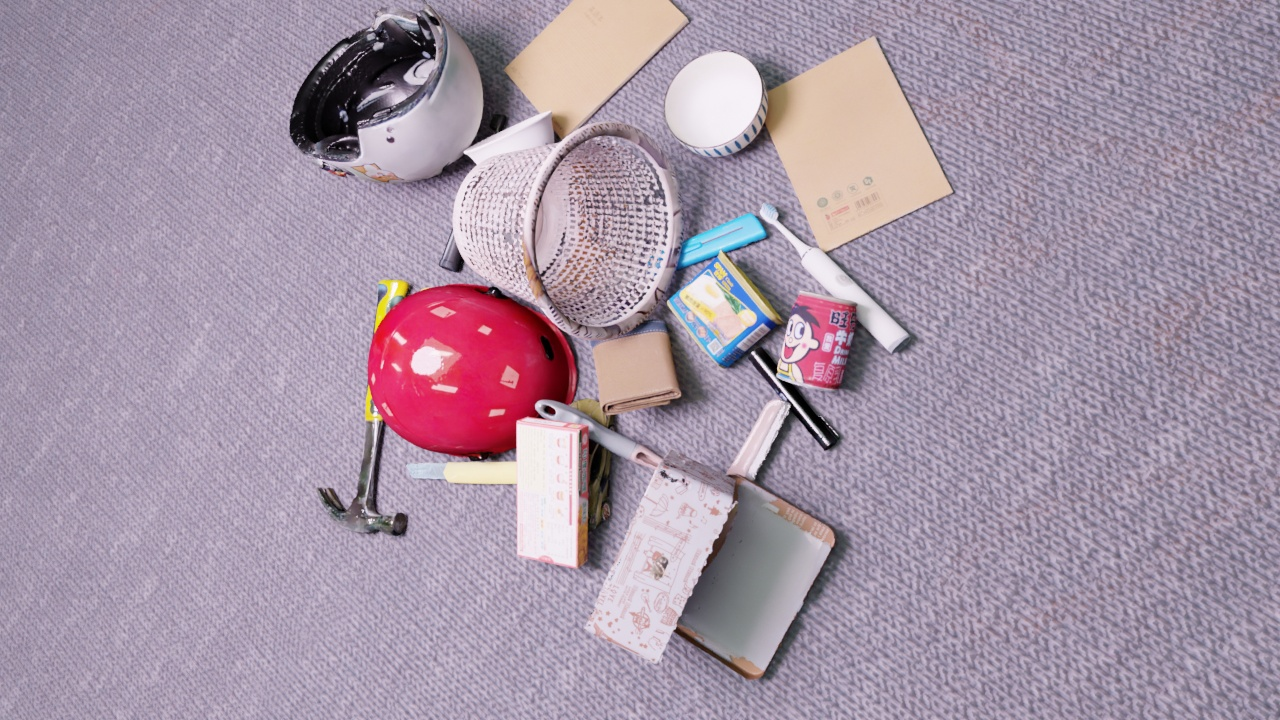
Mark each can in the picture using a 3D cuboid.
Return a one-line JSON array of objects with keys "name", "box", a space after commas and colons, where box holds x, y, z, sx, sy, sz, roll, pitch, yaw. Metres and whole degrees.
[{"name": "can", "box": [0.181, -0.020, 0.937, 0.066, 0.066, 0.094, 16, 98, 24]}, {"name": "can", "box": [0.091, -0.054, 0.997, 0.083, 0.057, 0.102, -41, 67, 13]}]

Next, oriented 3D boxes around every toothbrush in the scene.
[{"name": "toothbrush", "box": [0.200, -0.092, 0.976, 0.026, 0.026, 0.221, -26, 63, -30]}, {"name": "toothbrush", "box": [-0.212, -0.216, 1.173, 0.027, 0.026, 0.212, 17, 85, 13]}]

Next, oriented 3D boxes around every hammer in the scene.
[{"name": "hammer", "box": [-0.339, 0.055, 1.166, 0.126, 0.032, 0.323, 1, 79, 22]}]

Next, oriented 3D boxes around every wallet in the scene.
[{"name": "wallet", "box": [-0.006, 0.006, 1.002, 0.090, 0.033, 0.115, -12, 42, 0]}]

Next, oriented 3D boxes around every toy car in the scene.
[{"name": "toy car", "box": [-0.069, 0.119, 1.037, 0.070, 0.042, 0.158, -1, 76, 22]}]

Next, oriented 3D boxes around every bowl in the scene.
[{"name": "bowl", "box": [0.091, -0.282, 1.039, 0.117, 0.066, 0.116, -5, 77, 23]}, {"name": "bowl", "box": [-0.149, -0.252, 1.125, 0.118, 0.118, 0.065, -18, 110, 18]}]

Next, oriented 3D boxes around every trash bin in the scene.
[{"name": "trash bin", "box": [-0.095, -0.149, 1.017, 0.192, 0.227, 0.227, 15, 85, 43]}]

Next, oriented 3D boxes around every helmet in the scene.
[{"name": "helmet", "box": [-0.207, 0.014, 1.048, 0.240, 0.143, 0.207, 7, 92, 17]}, {"name": "helmet", "box": [-0.301, -0.316, 1.159, 0.275, 0.157, 0.229, 0, 65, 41]}]

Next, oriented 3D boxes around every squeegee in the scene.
[{"name": "squeegee", "box": [-0.002, 0.102, 0.998, 0.249, 0.040, 0.248, 27, 94, 8]}]

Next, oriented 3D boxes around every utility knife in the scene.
[{"name": "utility knife", "box": [0.045, -0.119, 1.051, 0.205, 0.018, 0.034, -20, 73, 19]}, {"name": "utility knife", "box": [-0.193, 0.132, 1.096, 0.207, 0.021, 0.031, -1, 75, 16]}]

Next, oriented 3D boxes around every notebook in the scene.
[{"name": "notebook", "box": [0.228, -0.237, 1.004, 0.148, 0.008, 0.207, -25, 71, 16]}, {"name": "notebook", "box": [-0.061, -0.395, 1.157, 0.212, 0.012, 0.149, -42, 66, 10]}]

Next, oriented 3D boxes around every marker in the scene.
[{"name": "marker", "box": [0.161, 0.039, 0.969, 0.022, 0.020, 0.132, -36, 68, -3]}]

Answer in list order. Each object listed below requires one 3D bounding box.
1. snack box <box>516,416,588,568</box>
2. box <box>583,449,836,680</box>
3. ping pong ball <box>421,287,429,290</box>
[{"name": "snack box", "box": [-0.096, 0.142, 0.993, 0.077, 0.027, 0.156, 7, 102, 23]}, {"name": "box", "box": [0.074, 0.211, 0.889, 0.193, 0.156, 0.183, 25, 96, 7]}, {"name": "ping pong ball", "box": [-0.265, -0.072, 1.156, 0.040, 0.040, 0.040, -5, 77, 21]}]
